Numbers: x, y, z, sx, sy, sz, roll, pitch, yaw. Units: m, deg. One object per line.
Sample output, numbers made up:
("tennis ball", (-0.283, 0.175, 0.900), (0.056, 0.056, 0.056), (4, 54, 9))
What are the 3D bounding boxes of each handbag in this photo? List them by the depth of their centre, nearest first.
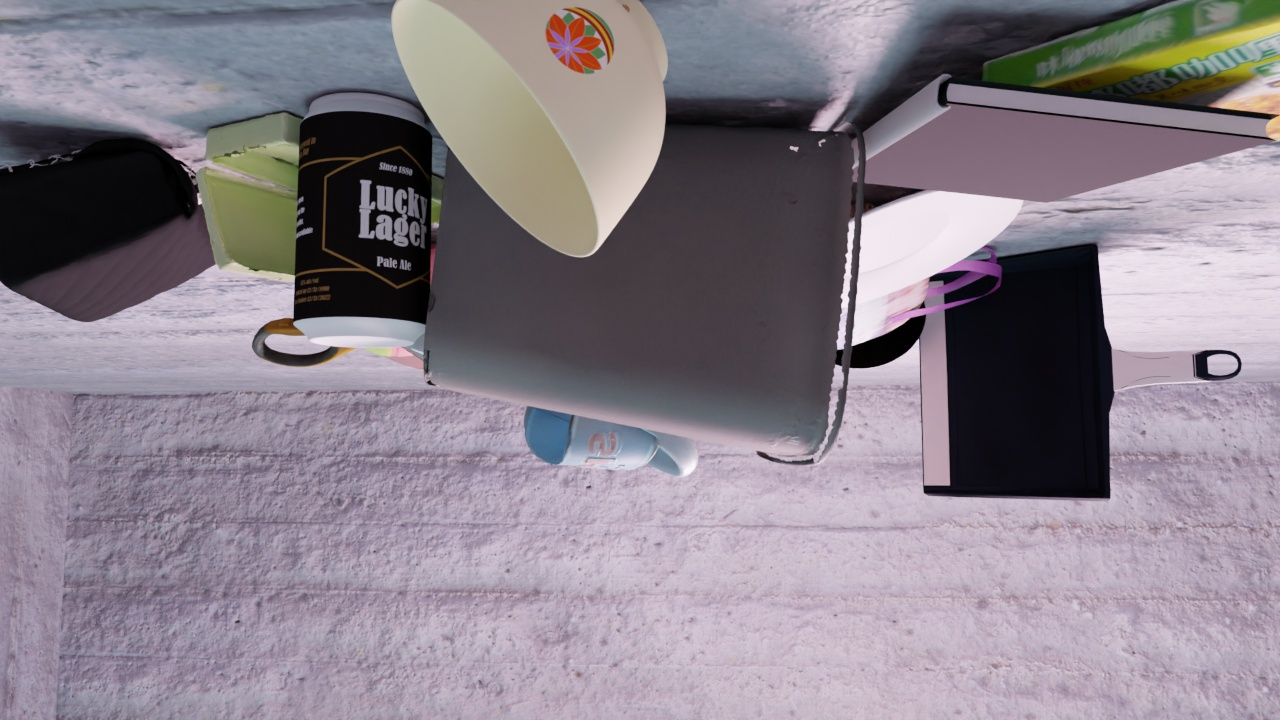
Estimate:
("handbag", (-0.348, -0.099, 0.598), (0.125, 0.114, 0.154), (-23, 179, -18))
("handbag", (0.254, -0.070, 0.870), (0.170, 0.068, 0.145), (-10, 148, 4))

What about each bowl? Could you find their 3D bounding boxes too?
("bowl", (-0.031, -0.111, 0.366), (0.074, 0.118, 0.118), (-43, -172, -16))
("bowl", (0.230, -0.057, 0.956), (0.124, 0.124, 0.052), (-1, -147, 9))

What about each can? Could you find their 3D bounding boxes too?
("can", (-0.152, -0.074, 0.505), (0.072, 0.128, 0.072), (0, 175, 0))

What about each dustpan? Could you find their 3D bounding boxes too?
("dustpan", (0.398, 0.013, 0.863), (0.274, 0.236, 0.080), (-3, 173, 26))

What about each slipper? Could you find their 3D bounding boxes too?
("slipper", (-0.069, 0.041, 0.710), (0.245, 0.074, 0.104), (27, 170, -23))

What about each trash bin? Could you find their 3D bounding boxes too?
("trash bin", (-0.006, -0.045, 0.560), (0.220, 0.197, 0.197), (6, 175, -6))

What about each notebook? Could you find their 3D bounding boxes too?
("notebook", (0.196, -0.112, 0.493), (0.149, 0.016, 0.206), (6, -178, -2))

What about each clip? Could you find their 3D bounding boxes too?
("clip", (0.180, -0.107, 0.719), (0.045, 0.024, 0.062), (-1, 171, 5))

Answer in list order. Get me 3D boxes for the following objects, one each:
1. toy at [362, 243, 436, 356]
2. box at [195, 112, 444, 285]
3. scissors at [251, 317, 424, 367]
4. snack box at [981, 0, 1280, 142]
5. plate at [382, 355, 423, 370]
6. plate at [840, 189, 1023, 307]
("toy", (-0.184, -0.061, 0.831), (0.236, 0.097, 0.192), (-11, -150, -13))
("box", (-0.182, -0.101, 0.599), (0.083, 0.091, 0.187), (-28, 167, 22))
("scissors", (-0.231, -0.033, 0.736), (0.226, 0.016, 0.225), (-29, 121, 32))
("snack box", (0.270, -0.131, 0.447), (0.167, 0.027, 0.132), (5, 174, -41))
("plate", (-0.218, -0.040, 1.007), (0.188, 0.016, 0.188), (13, -154, -7))
("plate", (0.190, -0.088, 0.713), (0.208, 0.015, 0.209), (-16, 164, -5))
